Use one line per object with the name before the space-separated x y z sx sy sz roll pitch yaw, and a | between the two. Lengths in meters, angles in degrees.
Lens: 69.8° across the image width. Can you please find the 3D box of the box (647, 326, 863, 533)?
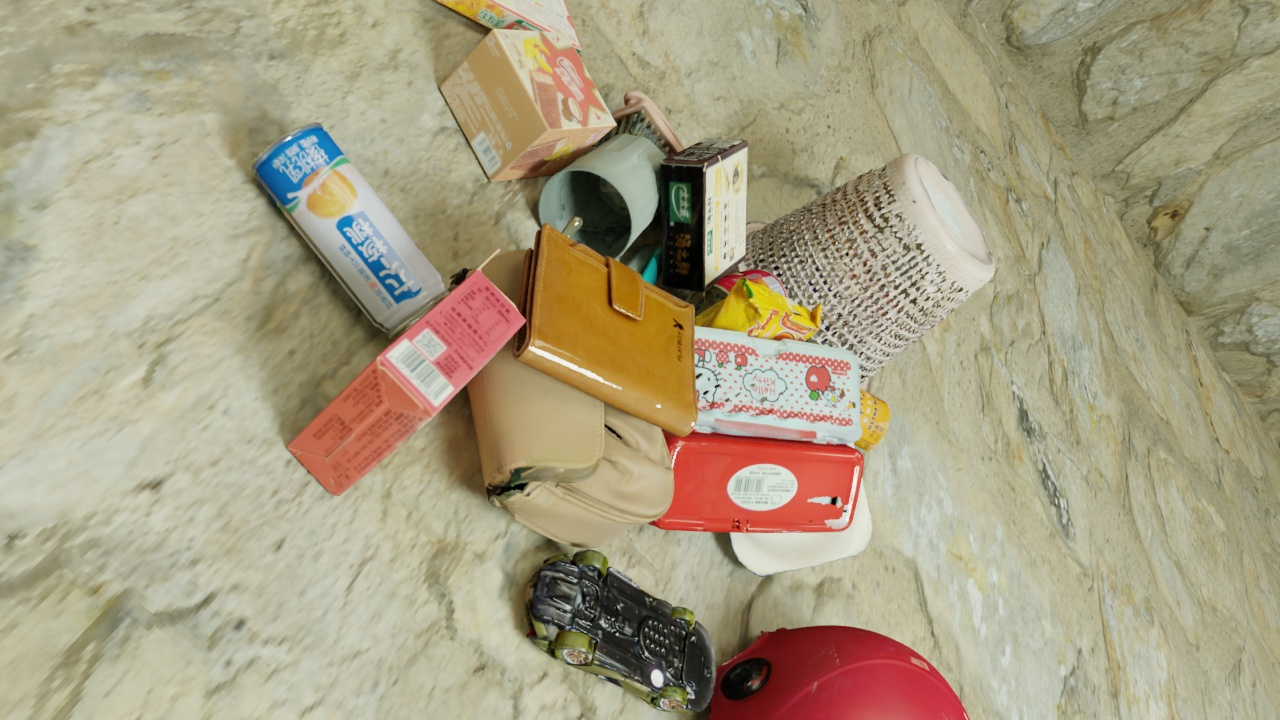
box | 0.094 0.058 0.719 0.200 0.050 0.160 7 87 -30

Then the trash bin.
trash bin | 0.240 -0.099 0.945 0.227 0.193 0.227 32 40 -31

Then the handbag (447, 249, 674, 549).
handbag | -0.050 0.019 0.626 0.147 0.100 0.204 13 52 -48

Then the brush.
brush | 0.022 -0.181 0.863 0.145 0.063 0.072 46 48 -34

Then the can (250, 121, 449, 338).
can | -0.182 -0.081 0.584 0.134 0.053 0.053 53 38 -8

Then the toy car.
toy car | -0.010 0.183 0.607 0.158 0.042 0.070 37 43 -25

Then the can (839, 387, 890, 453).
can | 0.164 0.035 0.871 0.146 0.058 0.058 27 46 -18

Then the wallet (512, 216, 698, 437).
wallet | -0.019 -0.023 0.594 0.130 0.035 0.118 26 51 -30

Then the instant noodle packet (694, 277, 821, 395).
instant noodle packet | 0.082 -0.016 0.775 0.110 0.129 0.044 13 47 -43

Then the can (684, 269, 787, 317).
can | 0.089 -0.048 0.856 0.093 0.067 0.066 -19 80 -52

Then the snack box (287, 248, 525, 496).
snack box | -0.128 0.007 0.535 0.044 0.113 0.126 47 39 -9

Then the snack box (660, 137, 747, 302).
snack box | 0.056 -0.126 0.799 0.125 0.053 0.113 -39 133 -54

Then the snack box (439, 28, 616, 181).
snack box | -0.091 -0.210 0.754 0.094 0.077 0.092 -24 84 -53

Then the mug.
mug | -0.021 -0.121 0.784 0.103 0.084 0.124 -54 135 -52

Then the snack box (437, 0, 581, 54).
snack box | -0.126 -0.329 0.830 0.155 0.027 0.077 14 48 -43

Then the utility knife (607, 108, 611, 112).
utility knife | -0.034 -0.231 0.884 0.208 0.018 0.034 37 43 -24

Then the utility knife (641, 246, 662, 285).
utility knife | -0.007 -0.040 0.771 0.029 0.013 0.177 83 26 -45

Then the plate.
plate | 0.124 0.098 0.797 0.164 0.034 0.163 -2 76 -33

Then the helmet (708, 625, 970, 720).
helmet | 0.149 0.289 0.636 0.239 0.144 0.207 -27 89 -52
